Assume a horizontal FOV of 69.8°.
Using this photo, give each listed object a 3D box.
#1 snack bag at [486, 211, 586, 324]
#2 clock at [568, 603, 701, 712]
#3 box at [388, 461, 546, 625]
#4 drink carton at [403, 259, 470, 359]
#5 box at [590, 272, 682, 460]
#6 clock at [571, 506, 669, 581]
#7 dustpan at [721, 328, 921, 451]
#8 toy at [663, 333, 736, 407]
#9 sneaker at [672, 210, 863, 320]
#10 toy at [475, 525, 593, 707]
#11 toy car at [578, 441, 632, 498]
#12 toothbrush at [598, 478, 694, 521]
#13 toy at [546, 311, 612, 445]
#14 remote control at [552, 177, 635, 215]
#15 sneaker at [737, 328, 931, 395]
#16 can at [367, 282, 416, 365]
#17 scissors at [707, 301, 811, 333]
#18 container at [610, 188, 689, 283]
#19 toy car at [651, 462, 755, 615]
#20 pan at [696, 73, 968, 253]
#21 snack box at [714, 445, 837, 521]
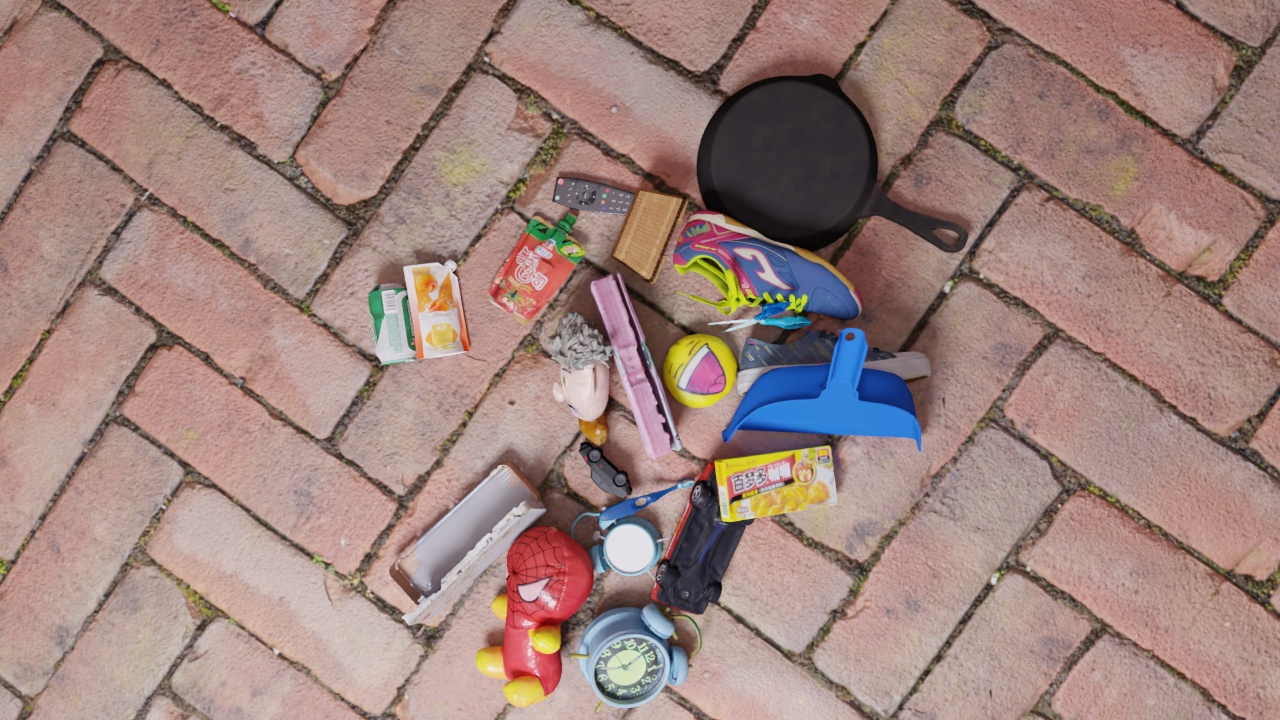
[{"bbox_3d":[-0.129,-0.125,1.177,0.087,0.044,0.155,35,87,14],"label":"snack bag"},{"bbox_3d":[-0.002,0.366,1.147,0.162,0.060,0.118,-26,106,-5],"label":"clock"},{"bbox_3d":[-0.226,0.227,1.169,0.216,0.095,0.108,-43,63,4],"label":"box"},{"bbox_3d":[-0.262,-0.067,1.183,0.069,0.039,0.122,-10,89,-20],"label":"drink carton"},{"bbox_3d":[-0.006,0.006,1.141,0.046,0.098,0.233,-19,88,-2],"label":"box"},{"bbox_3d":[-0.030,0.232,1.174,0.123,0.042,0.087,18,92,9],"label":"clock"},{"bbox_3d":[0.221,0.036,1.048,0.245,0.258,0.059,2,53,4],"label":"dustpan"},{"bbox_3d":[0.074,0.012,1.158,0.094,0.041,0.095,35,90,-1],"label":"toy"},{"bbox_3d":[0.153,-0.092,1.124,0.242,0.116,0.091,25,75,-1],"label":"sneaker"},{"bbox_3d":[-0.128,0.311,1.145,0.148,0.098,0.216,20,94,45],"label":"toy"},{"bbox_3d":[-0.048,0.142,1.168,0.091,0.042,0.036,43,91,2],"label":"toy car"},{"bbox_3d":[0.009,0.175,1.158,0.132,0.016,0.021,-20,92,-15],"label":"toothbrush"},{"bbox_3d":[-0.073,0.023,1.138,0.076,0.132,0.176,-12,106,-9],"label":"toy"},{"bbox_3d":[-0.050,-0.208,1.179,0.125,0.010,0.039,12,92,4],"label":"remote control"},{"bbox_3d":[0.236,-0.002,1.128,0.235,0.087,0.079,-4,80,6],"label":"sneaker"},{"bbox_3d":[-0.319,-0.047,1.181,0.053,0.053,0.101,-9,90,4],"label":"can"},{"bbox_3d":[0.139,-0.054,1.119,0.134,0.103,0.015,-2,72,18],"label":"scissors"},{"bbox_3d":[0.009,-0.160,1.144,0.061,0.063,0.114,22,92,-9],"label":"container"},{"bbox_3d":[0.081,0.224,1.147,0.081,0.056,0.189,23,90,-14],"label":"toy car"},{"bbox_3d":[0.243,-0.220,1.140,0.356,0.043,0.249,25,93,4],"label":"pan"},{"bbox_3d":[0.168,0.150,1.129,0.152,0.025,0.075,-5,86,-20],"label":"snack box"}]
